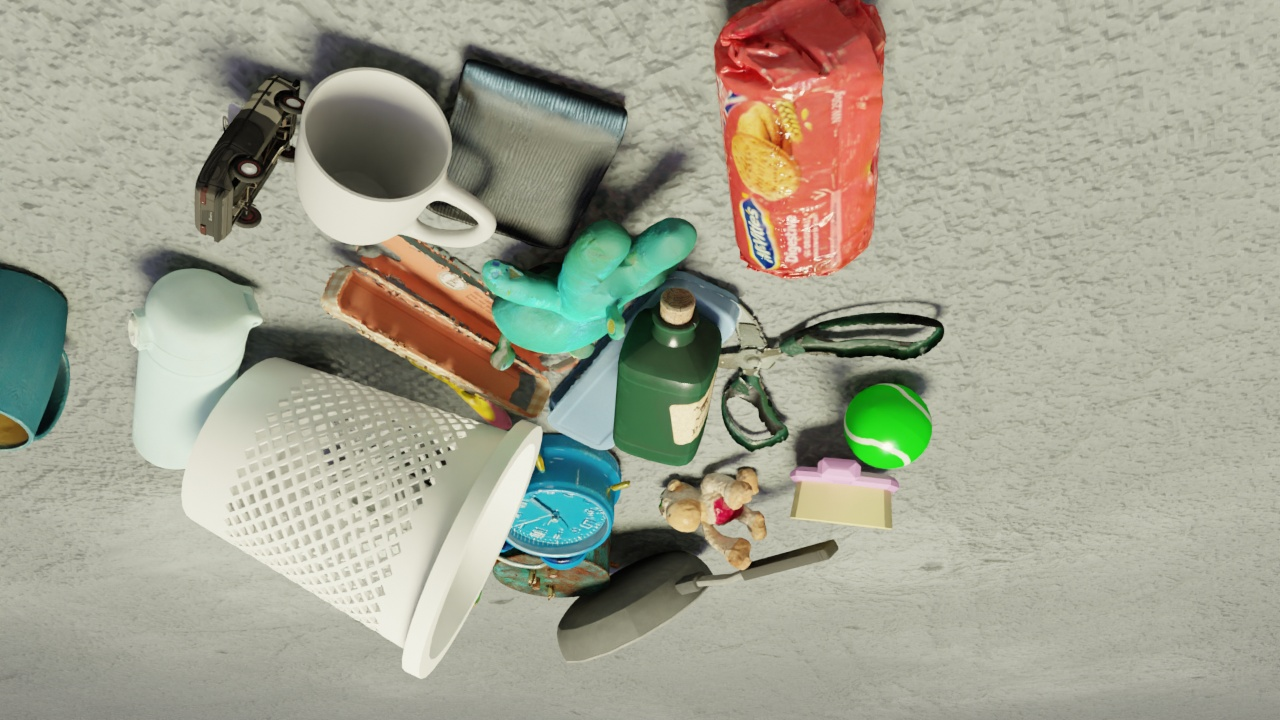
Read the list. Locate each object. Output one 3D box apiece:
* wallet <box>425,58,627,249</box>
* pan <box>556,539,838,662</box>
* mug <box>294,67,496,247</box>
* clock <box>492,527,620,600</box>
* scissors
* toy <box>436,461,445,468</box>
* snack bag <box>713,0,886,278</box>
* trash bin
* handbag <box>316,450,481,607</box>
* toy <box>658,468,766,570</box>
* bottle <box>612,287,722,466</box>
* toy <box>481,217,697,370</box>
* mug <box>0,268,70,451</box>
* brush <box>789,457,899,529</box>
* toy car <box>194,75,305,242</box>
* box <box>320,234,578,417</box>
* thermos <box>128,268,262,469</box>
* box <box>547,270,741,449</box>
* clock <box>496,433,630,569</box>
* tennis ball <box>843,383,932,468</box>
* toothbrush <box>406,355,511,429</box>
[{"bbox_3d":[-0.067,-0.108,0.506,0.089,0.026,0.115,14,145,-16],"label":"wallet"},{"bbox_3d":[0.046,0.218,0.903,0.358,0.041,0.178,-29,179,43],"label":"pan"},{"bbox_3d":[-0.129,-0.089,0.485,0.107,0.071,0.090,30,155,-15],"label":"mug"},{"bbox_3d":[-0.106,0.201,0.940,0.158,0.073,0.121,-1,147,6],"label":"clock"},{"bbox_3d":[0.123,0.012,0.685,0.202,0.015,0.202,-4,145,18],"label":"scissors"},{"bbox_3d":[-0.171,0.127,0.867,0.049,0.030,0.112,28,151,11],"label":"toy"},{"bbox_3d":[0.083,-0.104,0.459,0.082,0.082,0.176,-4,147,9],"label":"snack bag"},{"bbox_3d":[-0.204,0.098,0.674,0.199,0.195,0.196,23,146,3],"label":"trash bin"},{"bbox_3d":[-0.216,0.162,0.865,0.139,0.072,0.195,26,149,12],"label":"handbag"},{"bbox_3d":[0.062,0.131,0.840,0.106,0.074,0.085,8,120,28],"label":"toy"},{"bbox_3d":[0.018,0.006,0.597,0.061,0.061,0.131,15,139,8],"label":"bottle"},{"bbox_3d":[-0.036,-0.036,0.556,0.130,0.072,0.194,-7,168,-27],"label":"toy"},{"bbox_3d":[-0.432,0.004,0.623,0.084,0.104,0.112,-2,149,5],"label":"mug"},{"bbox_3d":[0.161,0.109,0.737,0.089,0.043,0.228,4,171,15],"label":"brush"},{"bbox_3d":[-0.198,-0.103,0.460,0.037,0.092,0.040,22,142,-11],"label":"toy car"},{"bbox_3d":[-0.121,-0.023,0.626,0.187,0.085,0.048,33,174,-41],"label":"box"},{"bbox_3d":[-0.327,0.010,0.662,0.077,0.065,0.207,-10,158,-35],"label":"thermos"},{"bbox_3d":[-0.004,0.002,0.676,0.066,0.037,0.210,27,139,-15],"label":"box"},{"bbox_3d":[-0.082,0.135,0.824,0.116,0.060,0.162,18,129,-19],"label":"clock"},{"bbox_3d":[0.188,0.050,0.700,0.065,0.065,0.065,1,147,1],"label":"tennis ball"},{"bbox_3d":[-0.140,0.022,0.720,0.021,0.016,0.135,-15,146,20],"label":"toothbrush"}]
